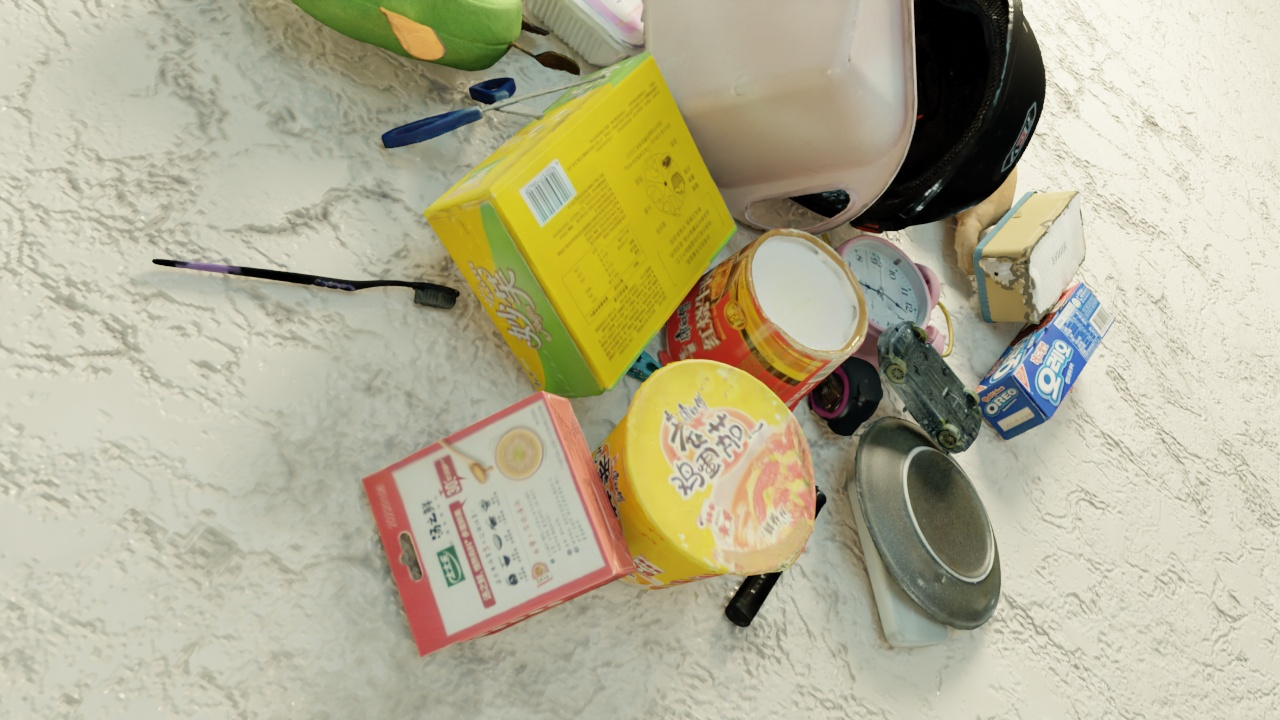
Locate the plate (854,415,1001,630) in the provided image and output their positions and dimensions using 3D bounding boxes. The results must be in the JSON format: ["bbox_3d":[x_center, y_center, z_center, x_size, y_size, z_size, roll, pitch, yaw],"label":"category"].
[{"bbox_3d":[0.239,0.124,0.734,0.179,0.024,0.179,24,50,-32],"label":"plate"}]

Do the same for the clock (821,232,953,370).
[{"bbox_3d":[0.214,-0.047,0.810,0.158,0.060,0.117,21,56,-22],"label":"clock"}]

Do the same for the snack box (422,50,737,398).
[{"bbox_3d":[-0.030,-0.097,0.647,0.209,0.070,0.158,-53,124,-39],"label":"snack box"}]

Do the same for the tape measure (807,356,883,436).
[{"bbox_3d":[0.164,0.025,0.743,0.039,0.057,0.057,9,42,-29],"label":"tape measure"}]

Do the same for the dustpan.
[{"bbox_3d":[0.110,-0.246,0.729,0.138,0.223,0.273,27,68,-52],"label":"dustpan"}]

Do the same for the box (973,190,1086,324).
[{"bbox_3d":[0.404,-0.111,0.941,0.183,0.059,0.090,-38,120,-42],"label":"box"}]

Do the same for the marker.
[{"bbox_3d":[0.101,0.139,0.666,0.020,0.022,0.131,17,43,30],"label":"marker"}]

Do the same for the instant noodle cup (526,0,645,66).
[{"bbox_3d":[-0.028,-0.336,0.821,0.138,0.061,0.173,40,53,-7],"label":"instant noodle cup"}]

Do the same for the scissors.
[{"bbox_3d":[-0.108,-0.182,0.658,0.162,0.176,0.012,-21,119,-4],"label":"scissors"}]

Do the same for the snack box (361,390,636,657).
[{"bbox_3d":[-0.083,0.096,0.538,0.113,0.127,0.044,67,12,14],"label":"snack box"}]

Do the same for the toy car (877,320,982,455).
[{"bbox_3d":[0.234,0.023,0.750,0.120,0.037,0.054,51,55,-12],"label":"toy car"}]

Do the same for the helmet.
[{"bbox_3d":[0.229,-0.228,0.796,0.229,0.234,0.274,9,23,-37],"label":"helmet"}]

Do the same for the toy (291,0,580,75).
[{"bbox_3d":[-0.164,-0.271,0.672,0.246,0.090,0.226,9,36,-29],"label":"toy"}]

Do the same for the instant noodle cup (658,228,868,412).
[{"bbox_3d":[0.099,-0.027,0.699,0.137,0.109,0.137,14,58,-25],"label":"instant noodle cup"}]

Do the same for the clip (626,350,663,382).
[{"bbox_3d":[-0.002,0.003,0.683,0.055,0.013,0.038,36,53,-7],"label":"clip"}]

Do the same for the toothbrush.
[{"bbox_3d":[-0.207,-0.049,0.588,0.188,0.014,0.016,5,75,-29],"label":"toothbrush"}]

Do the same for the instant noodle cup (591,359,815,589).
[{"bbox_3d":[0.026,0.084,0.594,0.138,0.110,0.137,14,58,-24],"label":"instant noodle cup"}]

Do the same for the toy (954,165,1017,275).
[{"bbox_3d":[0.345,-0.199,0.965,0.143,0.083,0.225,-3,71,-32],"label":"toy"}]

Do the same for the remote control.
[{"bbox_3d":[0.199,0.155,0.716,0.055,0.020,0.135,7,59,-30],"label":"remote control"}]

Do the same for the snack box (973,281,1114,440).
[{"bbox_3d":[0.396,-0.003,0.897,0.057,0.058,0.206,50,51,2],"label":"snack box"}]
